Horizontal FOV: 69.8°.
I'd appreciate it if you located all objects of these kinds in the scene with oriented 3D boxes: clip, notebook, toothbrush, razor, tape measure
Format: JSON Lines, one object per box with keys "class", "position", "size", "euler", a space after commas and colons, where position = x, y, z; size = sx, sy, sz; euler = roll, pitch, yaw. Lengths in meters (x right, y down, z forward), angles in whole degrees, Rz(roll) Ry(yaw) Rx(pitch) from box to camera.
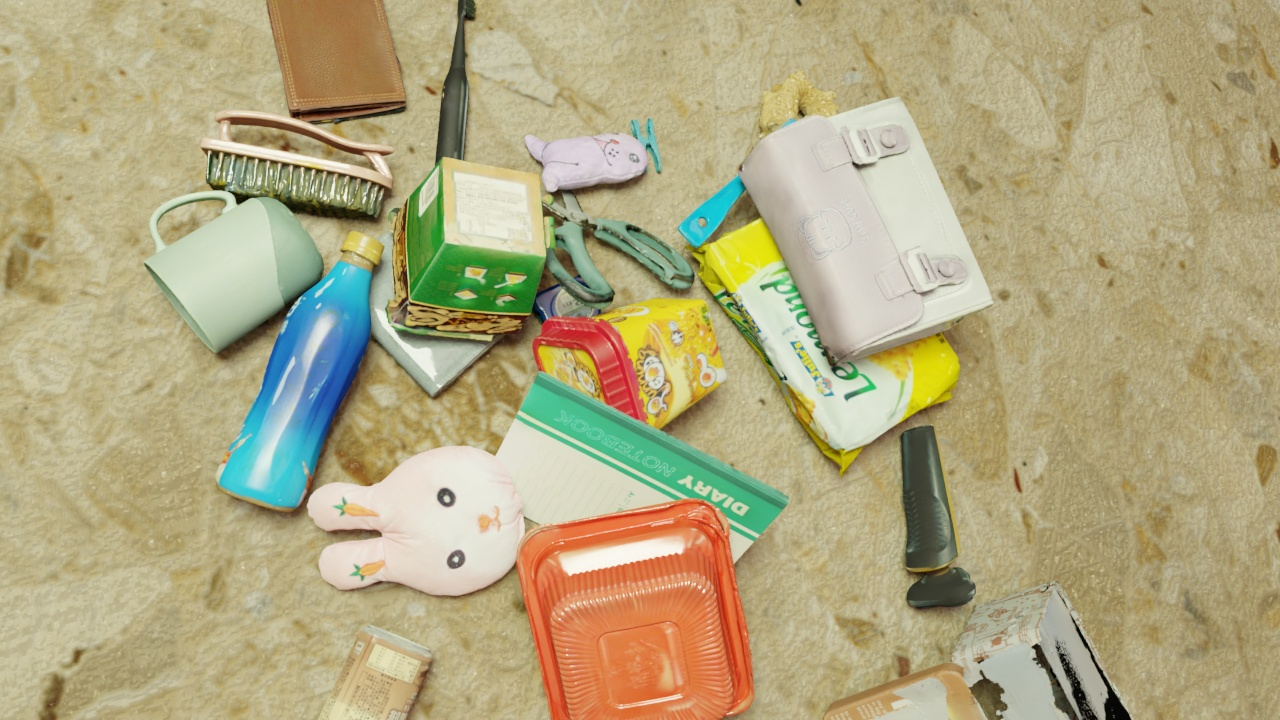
{"class": "clip", "position": [0.005, -0.202, 0.864], "size": [0.045, 0.014, 0.057], "euler": [-10, 77, -18]}
{"class": "notebook", "position": [-0.011, 0.104, 0.716], "size": [0.209, 0.151, 0.012], "euler": [27, 40, -5]}
{"class": "toothbrush", "position": [-0.166, -0.239, 0.826], "size": [0.027, 0.026, 0.212], "euler": [20, 66, -46]}
{"class": "razor", "position": [0.262, 0.137, 0.824], "size": [0.067, 0.062, 0.167], "euler": [17, 63, -41]}
{"class": "tape measure", "position": [-0.063, -0.043, 0.798], "size": [0.058, 0.025, 0.054], "euler": [-26, 85, -15]}

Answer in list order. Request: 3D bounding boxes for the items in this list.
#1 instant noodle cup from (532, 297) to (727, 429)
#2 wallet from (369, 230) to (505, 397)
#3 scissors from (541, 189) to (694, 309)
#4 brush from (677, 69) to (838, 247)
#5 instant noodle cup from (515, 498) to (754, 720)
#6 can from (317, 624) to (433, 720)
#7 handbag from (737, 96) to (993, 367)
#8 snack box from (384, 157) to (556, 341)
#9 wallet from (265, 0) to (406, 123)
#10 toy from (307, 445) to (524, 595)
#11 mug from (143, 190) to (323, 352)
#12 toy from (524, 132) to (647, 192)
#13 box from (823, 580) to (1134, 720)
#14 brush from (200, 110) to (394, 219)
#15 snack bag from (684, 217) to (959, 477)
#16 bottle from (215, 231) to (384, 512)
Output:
{"class": "instant noodle cup", "position": [-0.004, 0.004, 0.751], "size": [0.123, 0.116, 0.116], "euler": [-26, 109, -31]}
{"class": "wallet", "position": [-0.179, -0.050, 0.765], "size": [0.129, 0.037, 0.106], "euler": [46, 70, 0]}
{"class": "scissors", "position": [-0.034, -0.091, 0.781], "size": [0.170, 0.019, 0.180], "euler": [30, 34, -6]}
{"class": "brush", "position": [0.111, -0.187, 0.852], "size": [0.083, 0.046, 0.253], "euler": [45, 57, -7]}
{"class": "instant noodle cup", "position": [0.000, 0.204, 0.680], "size": [0.164, 0.079, 0.189], "euler": [-12, 102, -1]}
{"class": "can", "position": [-0.200, 0.257, 0.666], "size": [0.058, 0.059, 0.116], "euler": [25, 71, -7]}
{"class": "handbag", "position": [0.188, -0.108, 0.775], "size": [0.144, 0.099, 0.197], "euler": [-19, 80, -14]}
{"class": "snack box", "position": [-0.132, -0.093, 0.719], "size": [0.117, 0.106, 0.118], "euler": [5, 61, -25]}
{"class": "wallet", "position": [-0.266, -0.271, 0.806], "size": [0.101, 0.032, 0.124], "euler": [-12, 79, -20]}
{"class": "toy", "position": [-0.169, 0.128, 0.704], "size": [0.159, 0.054, 0.121], "euler": [-10, 104, -8]}
{"class": "mug", "position": [-0.317, -0.081, 0.708], "size": [0.106, 0.082, 0.112], "euler": [-40, 103, -22]}
{"class": "toy", "position": [-0.046, -0.183, 0.832], "size": [0.108, 0.039, 0.083], "euler": [-13, 51, -18]}
{"class": "box", "position": [0.297, 0.314, 0.770], "size": [0.181, 0.198, 0.157], "euler": [60, 29, 7]}
{"class": "brush", "position": [-0.278, -0.160, 0.754], "size": [0.145, 0.063, 0.073], "euler": [7, 84, -13]}
{"class": "snack bag", "position": [0.168, -0.037, 0.833], "size": [0.157, 0.068, 0.246], "euler": [-31, 83, -21]}
{"class": "bottle", "position": [-0.251, 0.005, 0.703], "size": [0.065, 0.065, 0.218], "euler": [22, 79, -8]}
